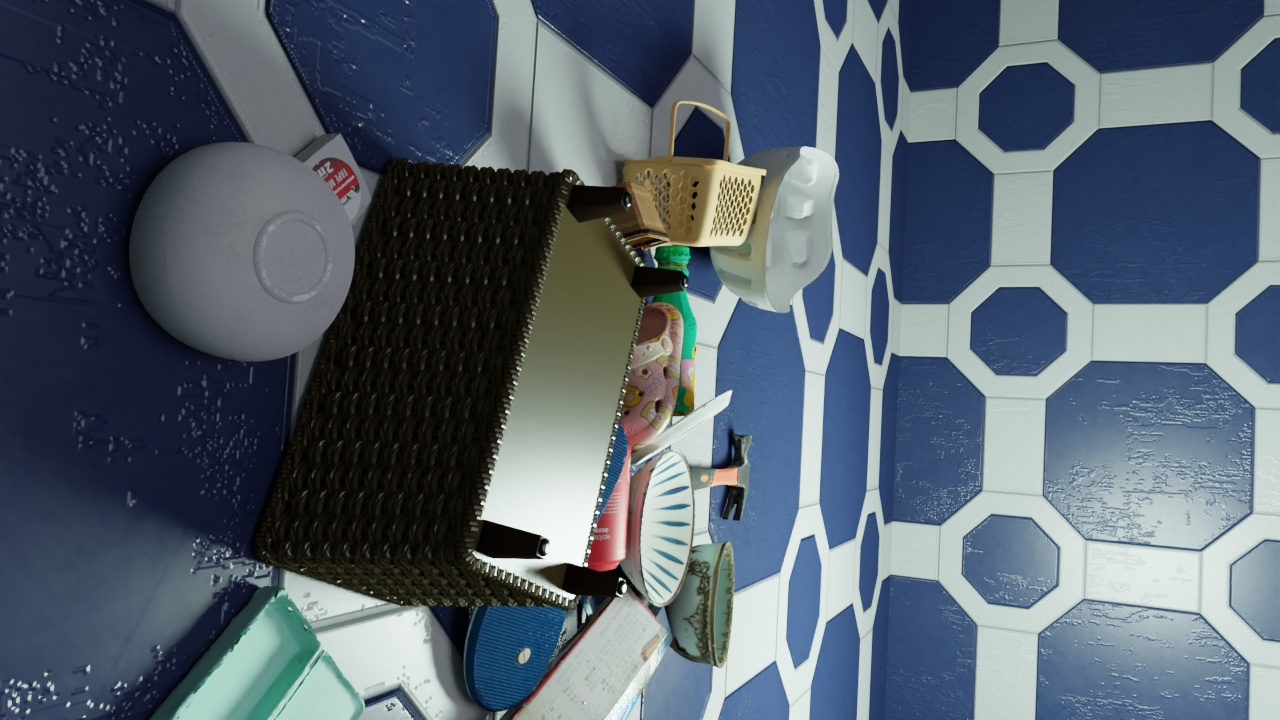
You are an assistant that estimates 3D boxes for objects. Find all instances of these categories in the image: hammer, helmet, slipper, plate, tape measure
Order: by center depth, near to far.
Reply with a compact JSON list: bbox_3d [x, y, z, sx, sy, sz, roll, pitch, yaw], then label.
[{"bbox_3d":[-0.222,-0.119,0.642,0.060,0.020,0.062,-58,140,-38],"label":"tape measure"},{"bbox_3d":[-0.100,0.179,0.868,0.118,0.060,0.294,41,68,-50],"label":"slipper"},{"bbox_3d":[-0.006,0.006,1.036,0.081,0.093,0.196,46,49,-42],"label":"slipper"},{"bbox_3d":[0.045,0.083,1.085,0.014,0.157,0.156,57,26,8],"label":"plate"},{"bbox_3d":[0.189,-0.186,1.303,0.281,0.184,0.224,-70,155,-60],"label":"helmet"},{"bbox_3d":[0.090,0.169,1.314,0.332,0.033,0.133,13,81,-63],"label":"hammer"}]

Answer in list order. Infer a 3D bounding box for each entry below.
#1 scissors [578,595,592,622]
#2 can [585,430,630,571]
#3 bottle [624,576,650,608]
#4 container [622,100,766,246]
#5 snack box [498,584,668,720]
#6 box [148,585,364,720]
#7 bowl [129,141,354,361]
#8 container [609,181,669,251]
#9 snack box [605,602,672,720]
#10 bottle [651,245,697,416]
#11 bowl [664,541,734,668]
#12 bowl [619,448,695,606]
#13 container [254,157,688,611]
[{"bbox_3d":[-0.067,0.268,1.011,0.103,0.015,0.133,-9,104,-68],"label":"scissors"},{"bbox_3d":[-0.049,0.144,0.961,0.074,0.074,0.142,5,88,-64],"label":"can"},{"bbox_3d":[0.015,0.245,1.125,0.160,0.056,0.056,-57,141,-47],"label":"bottle"},{"bbox_3d":[0.065,-0.226,1.117,0.183,0.129,0.167,-17,114,-63],"label":"container"},{"bbox_3d":[-0.066,0.331,0.919,0.076,0.044,0.272,49,35,2],"label":"snack box"},{"bbox_3d":[-0.258,0.256,0.581,0.186,0.033,0.136,-57,140,-47],"label":"box"},{"bbox_3d":[-0.229,-0.064,0.558,0.131,0.064,0.132,-18,111,-55],"label":"bowl"},{"bbox_3d":[-0.036,-0.139,0.942,0.063,0.114,0.061,-3,81,-65],"label":"container"},{"bbox_3d":[-0.033,0.361,1.030,0.225,0.059,0.059,-44,127,-55],"label":"snack box"},{"bbox_3d":[0.036,-0.037,1.137,0.068,0.068,0.209,1,91,-65],"label":"bottle"},{"bbox_3d":[0.063,0.308,1.174,0.159,0.094,0.160,2,89,-75],"label":"bowl"},{"bbox_3d":[0.002,0.188,1.051,0.177,0.071,0.177,2,90,-67],"label":"bowl"},{"bbox_3d":[-0.103,0.021,0.688,0.176,0.205,0.320,47,50,-56],"label":"container"}]
